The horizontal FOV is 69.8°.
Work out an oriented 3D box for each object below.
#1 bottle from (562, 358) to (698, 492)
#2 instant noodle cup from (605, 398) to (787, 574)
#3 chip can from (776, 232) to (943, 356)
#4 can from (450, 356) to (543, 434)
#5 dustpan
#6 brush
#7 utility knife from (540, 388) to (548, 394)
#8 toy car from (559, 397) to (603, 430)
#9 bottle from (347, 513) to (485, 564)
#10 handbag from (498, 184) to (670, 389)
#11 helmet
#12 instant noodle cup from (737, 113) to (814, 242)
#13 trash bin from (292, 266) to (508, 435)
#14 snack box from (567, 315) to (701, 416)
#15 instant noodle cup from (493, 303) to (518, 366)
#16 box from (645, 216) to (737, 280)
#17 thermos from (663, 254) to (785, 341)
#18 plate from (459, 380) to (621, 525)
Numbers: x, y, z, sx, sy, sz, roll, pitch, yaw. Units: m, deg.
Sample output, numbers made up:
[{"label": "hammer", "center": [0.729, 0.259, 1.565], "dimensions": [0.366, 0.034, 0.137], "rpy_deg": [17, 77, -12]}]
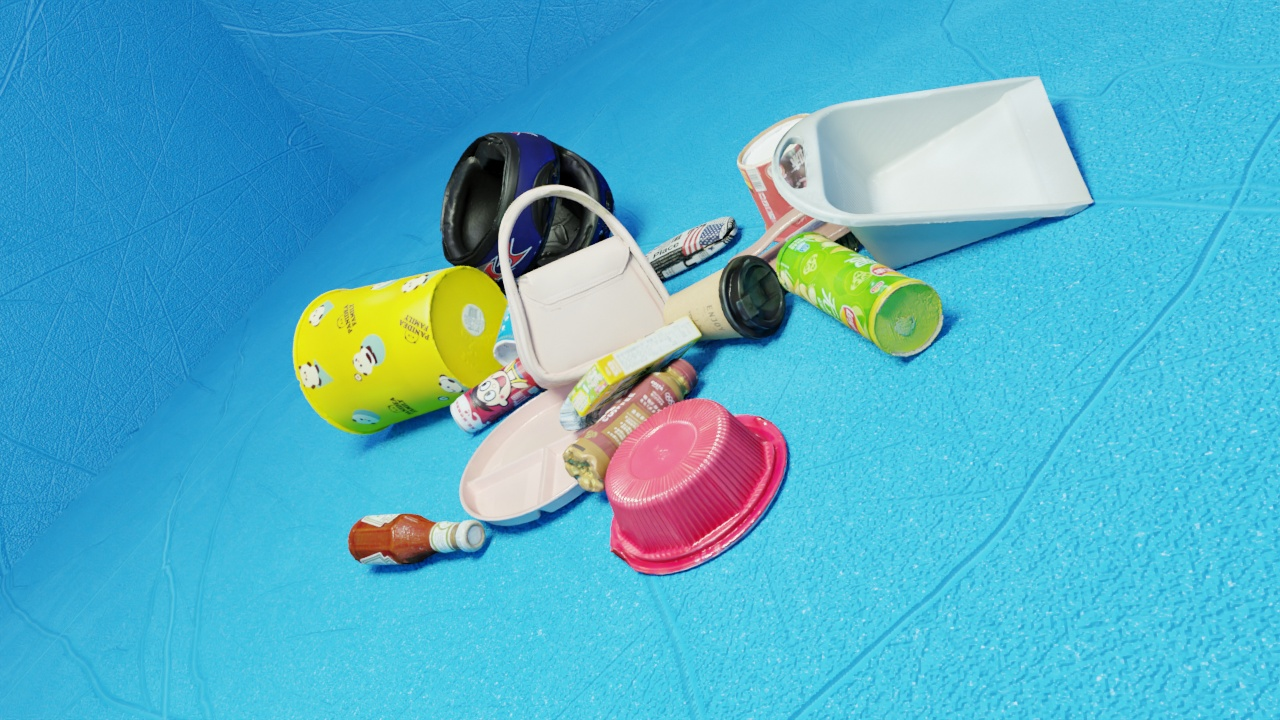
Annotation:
[{"label": "bottle", "center": [-0.005, 0.063, 0.960], "dimensions": [0.058, 0.057, 0.174], "rpy_deg": [-2, 34, 50]}, {"label": "instant noodle cup", "center": [0.037, 0.103, 0.851], "dimensions": [0.194, 0.066, 0.193], "rpy_deg": [-29, 28, 17]}, {"label": "chip can", "center": [0.208, -0.072, 0.910], "dimensions": [0.072, 0.072, 0.221], "rpy_deg": [-38, 26, -1]}, {"label": "can", "center": [-0.189, 0.044, 1.238], "dimensions": [0.133, 0.053, 0.053], "rpy_deg": [-33, 26, 9]}, {"label": "dustpan", "center": [0.278, -0.212, 0.937], "dimensions": [0.258, 0.142, 0.222], "rpy_deg": [-26, 41, 30]}, {"label": "brush", "center": [0.174, -0.129, 1.044], "dimensions": [0.146, 0.073, 0.063], "rpy_deg": [-32, 28, 16]}, {"label": "utility knife", "center": [-0.159, 0.094, 1.162], "dimensions": [0.033, 0.015, 0.171], "rpy_deg": [-4, 42, 52]}, {"label": "toy car", "center": [-0.059, 0.043, 1.039], "dimensions": [0.043, 0.034, 0.090], "rpy_deg": [-11, 33, 42]}, {"label": "bottle", "center": [-0.259, 0.205, 1.060], "dimensions": [0.207, 0.060, 0.059], "rpy_deg": [-11, 36, 38]}, {"label": "handbag", "center": [-0.081, -0.099, 1.103], "dimensions": [0.193, 0.234, 0.093], "rpy_deg": [-25, 5, -14]}, {"label": "helmet", "center": [-0.155, -0.220, 1.402], "dimensions": [0.316, 0.240, 0.247], "rpy_deg": [0, 83, 61]}, {"label": "instant noodle cup", "center": [0.193, -0.231, 1.143], "dimensions": [0.138, 0.108, 0.137], "rpy_deg": [-29, 28, 17]}, {"label": "trash bin", "center": [-0.337, -0.021, 1.355], "dimensions": [0.256, 0.230, 0.228], "rpy_deg": [-13, 35, 32]}, {"label": "snack box", "center": [-0.006, 0.006, 1.005], "dimensions": [0.140, 0.033, 0.087], "rpy_deg": [-30, -10, -35]}, {"label": "instant noodle cup", "center": [-0.159, -0.043, 1.308], "dimensions": [0.099, 0.099, 0.109], "rpy_deg": [-16, 42, 36]}, {"label": "box", "center": [0.061, -0.148, 1.260], "dimensions": [0.165, 0.051, 0.068], "rpy_deg": [-24, 39, 28]}, {"label": "thermos", "center": [0.092, -0.061, 1.026], "dimensions": [0.144, 0.093, 0.092], "rpy_deg": [-14, 34, 52]}, {"label": "plate", "center": [-0.106, 0.103, 1.057], "dimensions": [0.230, 0.028, 0.229], "rpy_deg": [-26, 29, 15]}]
